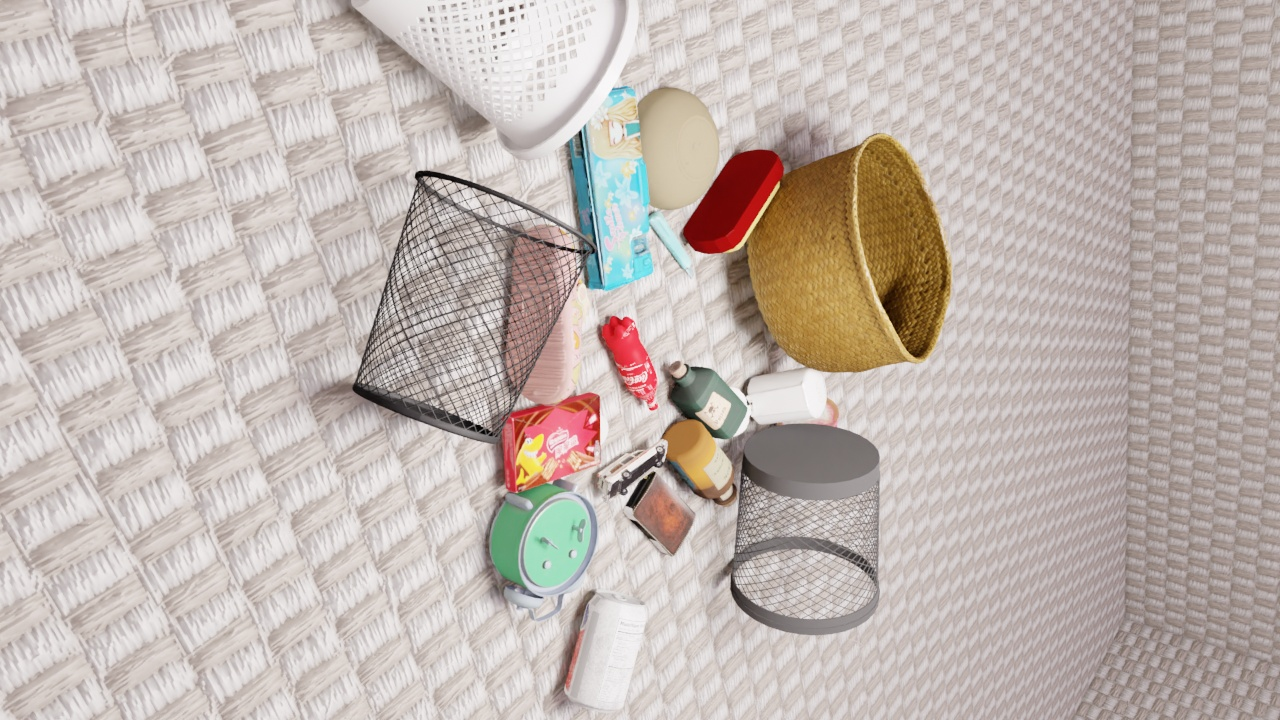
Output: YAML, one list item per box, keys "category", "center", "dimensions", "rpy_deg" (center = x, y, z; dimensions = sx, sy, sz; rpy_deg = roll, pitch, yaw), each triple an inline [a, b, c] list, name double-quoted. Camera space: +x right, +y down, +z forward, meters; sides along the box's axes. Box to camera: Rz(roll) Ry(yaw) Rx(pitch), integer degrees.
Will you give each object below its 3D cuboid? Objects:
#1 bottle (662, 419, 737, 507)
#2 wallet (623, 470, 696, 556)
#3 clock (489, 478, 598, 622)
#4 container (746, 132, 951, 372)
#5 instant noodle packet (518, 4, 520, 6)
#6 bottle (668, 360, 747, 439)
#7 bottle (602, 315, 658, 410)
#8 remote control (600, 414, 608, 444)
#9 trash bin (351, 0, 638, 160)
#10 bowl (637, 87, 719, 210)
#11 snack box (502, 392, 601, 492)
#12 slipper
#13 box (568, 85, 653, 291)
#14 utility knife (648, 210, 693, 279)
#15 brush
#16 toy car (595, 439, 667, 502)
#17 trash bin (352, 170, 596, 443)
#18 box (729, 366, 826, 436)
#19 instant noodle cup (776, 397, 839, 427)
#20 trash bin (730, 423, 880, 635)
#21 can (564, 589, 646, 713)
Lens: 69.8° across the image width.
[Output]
- category: "bottle"
  center: [0.091, 0.151, 1.269]
  dimensions: [0.067, 0.068, 0.157]
  rpy_deg: [-57, 134, -23]
- category: "wallet"
  center: [0.029, 0.209, 1.248]
  dimensions: [0.072, 0.019, 0.123]
  rpy_deg: [-59, 134, -21]
- category: "clock"
  center: [-0.108, 0.225, 1.061]
  dimensions: [0.121, 0.075, 0.162]
  rpy_deg: [-13, 108, -46]
- category: "container"
  center: [0.287, -0.140, 1.289]
  dimensions: [0.306, 0.197, 0.306]
  rpy_deg: [17, 68, -49]
- category: "instant noodle packet"
  center: [-0.138, -0.491, 0.908]
  dimensions: [0.159, 0.032, 0.220]
  rpy_deg: [29, 76, -47]
- category: "bottle"
  center: [0.083, 0.046, 1.238]
  dimensions: [0.131, 0.061, 0.061]
  rpy_deg: [46, 67, -35]
- category: "bottle"
  center: [-0.007, 0.007, 1.150]
  dimensions: [0.041, 0.042, 0.142]
  rpy_deg: [-46, 129, -31]
- category: "remote control"
  center: [-0.090, 0.086, 1.098]
  dimensions: [0.136, 0.013, 0.043]
  rpy_deg: [1, 98, -48]
- category: "trash bin"
  center: [-0.141, -0.321, 0.843]
  dimensions: [0.199, 0.196, 0.195]
  rpy_deg: [28, 77, -37]
- category: "bowl"
  center: [0.052, -0.265, 1.151]
  dimensions: [0.152, 0.050, 0.152]
  rpy_deg: [-12, 107, -46]
- category: "snack box"
  center: [-0.100, 0.093, 1.060]
  dimensions: [0.132, 0.021, 0.089]
  rpy_deg: [-14, 109, -44]
- category: "slipper"
  center: [-0.092, -0.051, 1.015]
  dimensions: [0.081, 0.093, 0.197]
  rpy_deg: [-13, 107, -57]
- category: "box"
  center: [-0.033, -0.201, 1.077]
  dimensions: [0.093, 0.041, 0.227]
  rpy_deg: [-25, 116, -42]
- category: "utility knife"
  center: [0.045, -0.148, 1.195]
  dimensions: [0.022, 0.015, 0.126]
  rpy_deg: [-58, 136, -20]
- category: "brush"
  center: [0.128, -0.207, 1.222]
  dimensions: [0.173, 0.082, 0.042]
  rpy_deg: [-57, 134, -23]
- category: "toy car"
  center: [-0.011, 0.137, 1.177]
  dimensions: [0.112, 0.039, 0.039]
  rpy_deg: [-33, 144, -40]
- category: "trash bin"
  center: [-0.166, -0.044, 0.874]
  dimensions: [0.184, 0.184, 0.210]
  rpy_deg: [25, 85, -47]
- category: "box"
  center: [0.185, 0.060, 1.329]
  dimensions: [0.141, 0.140, 0.083]
  rpy_deg: [-29, 105, -58]
- category: "instant noodle cup"
  center: [0.271, 0.124, 1.449]
  dimensions: [0.097, 0.098, 0.109]
  rpy_deg: [-48, 137, -30]
- category: "trash bin"
  center: [0.240, 0.233, 1.320]
  dimensions: [0.217, 0.218, 0.228]
  rpy_deg: [-22, 119, -43]
- category: "can"
  center: [-0.043, 0.366, 1.160]
  dimensions: [0.078, 0.078, 0.136]
  rpy_deg: [21, 83, -48]
